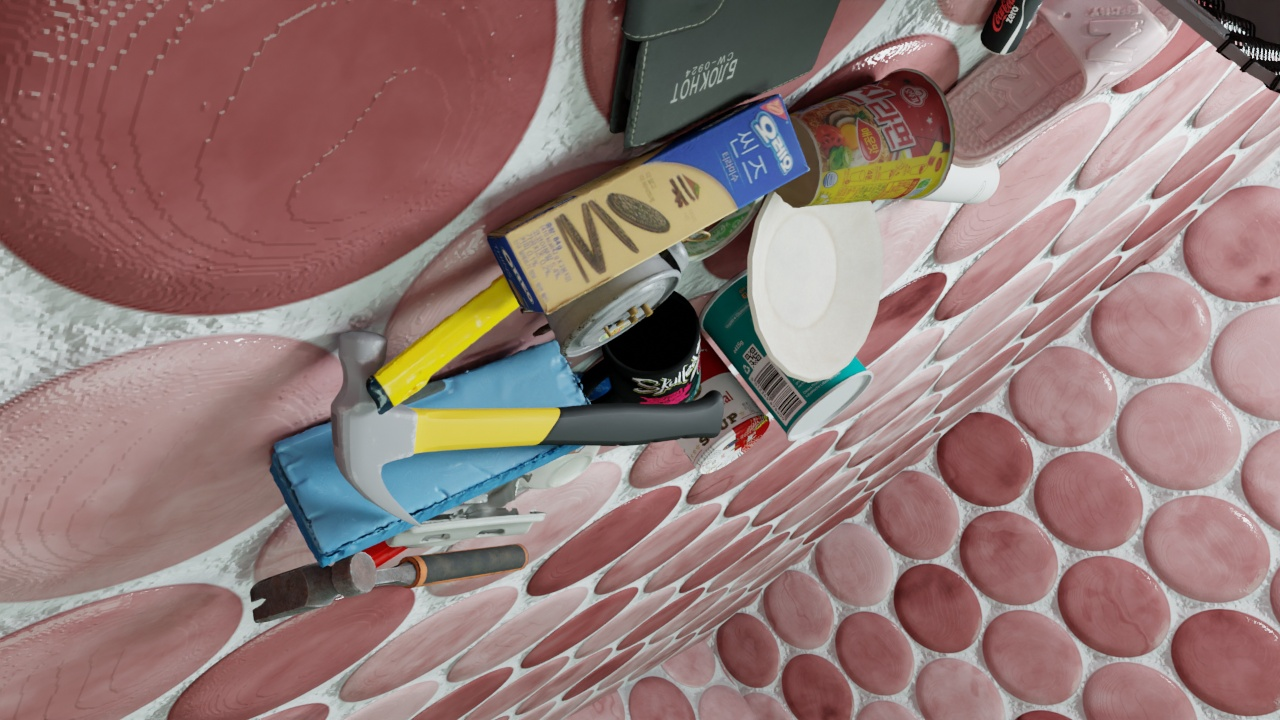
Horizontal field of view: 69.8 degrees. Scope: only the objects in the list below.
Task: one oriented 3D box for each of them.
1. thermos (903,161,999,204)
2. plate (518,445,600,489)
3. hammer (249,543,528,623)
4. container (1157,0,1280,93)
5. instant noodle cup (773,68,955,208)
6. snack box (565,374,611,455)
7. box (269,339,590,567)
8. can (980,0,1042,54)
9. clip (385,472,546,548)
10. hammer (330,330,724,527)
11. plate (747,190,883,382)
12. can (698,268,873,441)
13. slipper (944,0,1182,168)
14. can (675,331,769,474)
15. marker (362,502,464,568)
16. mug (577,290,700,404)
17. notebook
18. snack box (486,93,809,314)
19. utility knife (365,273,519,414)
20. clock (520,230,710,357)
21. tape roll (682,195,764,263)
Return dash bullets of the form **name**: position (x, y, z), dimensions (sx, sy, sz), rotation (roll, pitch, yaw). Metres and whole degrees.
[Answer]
- **thermos**: position (0.277, -0.178, 0.872), dimensions (0.223, 0.052, 0.052), rotation (-9, 146, -50)
- **plate**: position (-0.079, 0.106, 0.956), dimensions (0.104, 0.026, 0.104), rotation (-30, 158, -14)
- **hammer**: position (-0.209, 0.197, 0.846), dimensions (0.138, 0.035, 0.314), rotation (-19, 166, 22)
- **container**: position (0.389, -0.312, 0.512), dimensions (0.243, 0.247, 0.246), rotation (-15, 151, -50)
- **instant noodle cup**: position (0.159, -0.160, 0.688), dimensions (0.112, 0.100, 0.101), rotation (-17, 152, -23)
- **snack box**: position (-0.083, 0.052, 0.826), dimensions (0.087, 0.034, 0.151), rotation (-46, 157, 25)
- **box**: position (-0.142, 0.058, 0.672), dimensions (0.231, 0.093, 0.054), rotation (-22, 155, -30)
- **can**: position (0.296, -0.280, 0.717), dimensions (0.031, 0.031, 0.081), rotation (-29, 158, -18)
- **clip**: position (-0.165, 0.119, 0.797), dimensions (0.126, 0.099, 0.152), rotation (3, 175, -29)
- **hammer**: position (-0.064, 0.047, 0.668), dimensions (0.322, 0.029, 0.127), rotation (1, 101, -38)
- **plate**: position (0.146, -0.076, 0.791), dimensions (0.188, 0.027, 0.189), rotation (-7, 100, -42)
- **can**: position (0.138, -0.010, 0.883), dimensions (0.099, 0.144, 0.099), rotation (-31, 158, -14)
- **slipper**: position (0.350, -0.257, 0.767), dimensions (0.240, 0.094, 0.064), rotation (-39, 164, 17)
- **can**: position (0.059, 0.040, 0.905), dimensions (0.086, 0.116, 0.087), rotation (-31, 158, -14)
- **marker**: position (-0.197, 0.151, 0.876), dimensions (0.145, 0.021, 0.023), rotation (-32, 151, -11)
- **mug**: position (-0.005, 0.005, 0.780), dimensions (0.118, 0.082, 0.098), rotation (-34, 159, -10)
- **notebook**: position (0.062, -0.218, 0.503), dimensions (0.169, 0.029, 0.209), rotation (-28, 155, -22)
- **snack box**: position (0.008, -0.102, 0.587), dimensions (0.206, 0.056, 0.057), rotation (-30, -164, -15)
- **utility knife**: position (-0.088, -0.041, 0.597), dimensions (0.216, 0.019, 0.030), rotation (-39, 139, -19)
- **clock**: position (-0.012, -0.054, 0.668), dimensions (0.147, 0.056, 0.104), rotation (-34, 172, -6)
- **tape roll**: position (0.054, -0.113, 0.716), dimensions (0.093, 0.018, 0.094), rotation (-31, 158, -14)
